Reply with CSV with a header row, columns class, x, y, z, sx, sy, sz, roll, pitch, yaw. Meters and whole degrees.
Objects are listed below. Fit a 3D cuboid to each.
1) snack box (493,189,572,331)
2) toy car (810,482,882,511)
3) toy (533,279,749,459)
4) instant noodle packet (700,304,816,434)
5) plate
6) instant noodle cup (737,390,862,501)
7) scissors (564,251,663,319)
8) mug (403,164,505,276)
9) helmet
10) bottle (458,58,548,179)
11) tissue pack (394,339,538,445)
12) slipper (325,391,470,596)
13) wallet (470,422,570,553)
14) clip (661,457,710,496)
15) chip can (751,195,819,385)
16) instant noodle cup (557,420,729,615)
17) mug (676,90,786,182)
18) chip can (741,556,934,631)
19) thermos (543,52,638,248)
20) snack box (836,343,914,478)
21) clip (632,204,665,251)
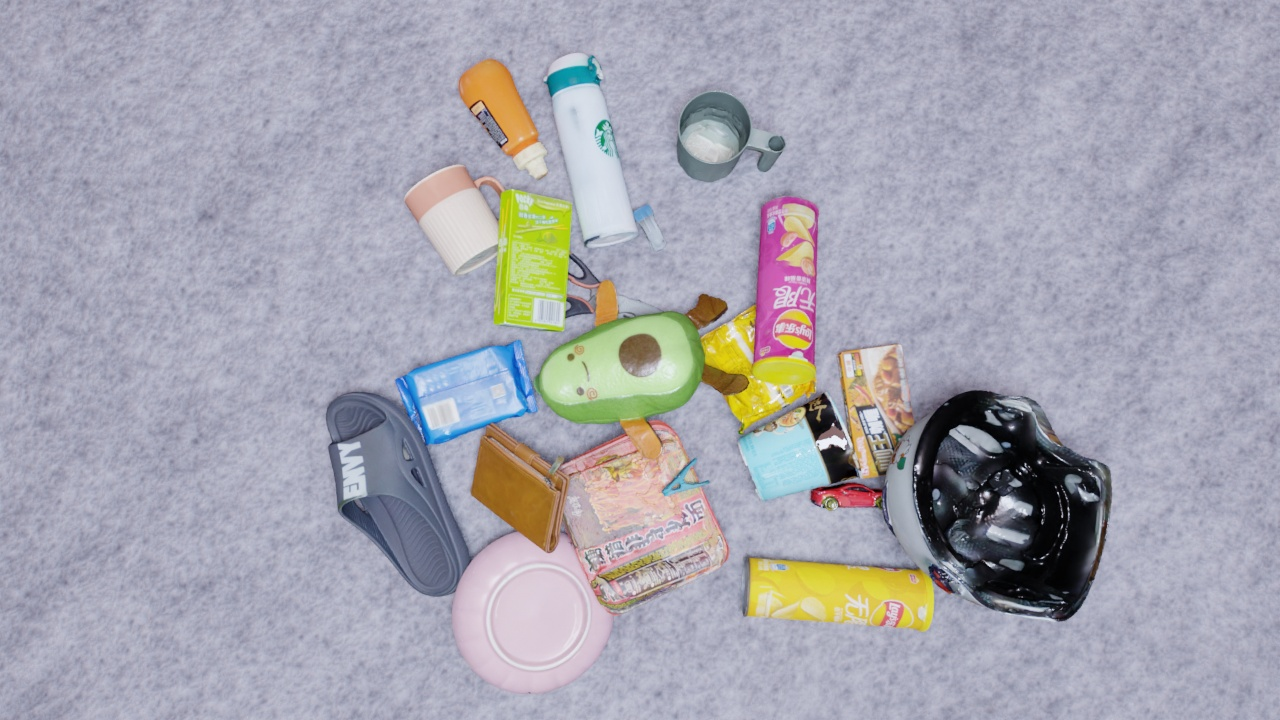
class,x,y,z,sx,sy,sz,roll,pitch,yaw
snack box,-0.125,-0.115,1.072,0.085,0.026,0.156,5,87,-39
toy car,0.256,0.161,1.085,0.106,0.049,0.031,1,89,2
toy,-0.006,0.006,1.051,0.247,0.090,0.226,-17,63,3
instant noodle packet,0.135,0.009,1.085,0.111,0.044,0.128,-31,73,5
plate,-0.120,0.294,1.065,0.192,0.039,0.192,1,87,-14
instant noodle cup,0.181,0.107,1.065,0.120,0.111,0.111,-22,88,6
scissors,-0.062,-0.067,1.114,0.206,0.015,0.201,-25,88,-1
mug,-0.205,-0.172,1.093,0.114,0.082,0.106,-32,89,-30
helmet,0.374,0.161,1.022,0.274,0.157,0.229,29,71,-12
bottle,-0.157,-0.285,1.103,0.067,0.067,0.149,-32,95,-1
tissue pack,-0.204,0.039,1.092,0.157,0.052,0.095,-18,90,0
slipper,-0.289,0.160,1.059,0.111,0.083,0.268,-27,92,21
wallet,-0.139,0.141,1.049,0.131,0.035,0.119,31,120,29
clip,0.048,0.136,1.029,0.054,0.013,0.033,-29,90,-7
chip can,0.167,-0.081,1.051,0.071,0.071,0.210,5,68,1
instant noodle cup,-0.004,0.180,1.071,0.164,0.079,0.189,-24,88,-1
mug,0.102,-0.253,1.075,0.124,0.103,0.083,16,88,0
chip can,0.227,0.271,1.071,0.213,0.072,0.072,4,88,2
thermos,-0.058,-0.251,1.093,0.073,0.073,0.224,-13,87,0
snack box,0.285,0.061,1.099,0.075,0.026,0.153,-8,88,1
clip,0.013,-0.160,1.115,0.026,0.042,0.058,-27,91,-2
